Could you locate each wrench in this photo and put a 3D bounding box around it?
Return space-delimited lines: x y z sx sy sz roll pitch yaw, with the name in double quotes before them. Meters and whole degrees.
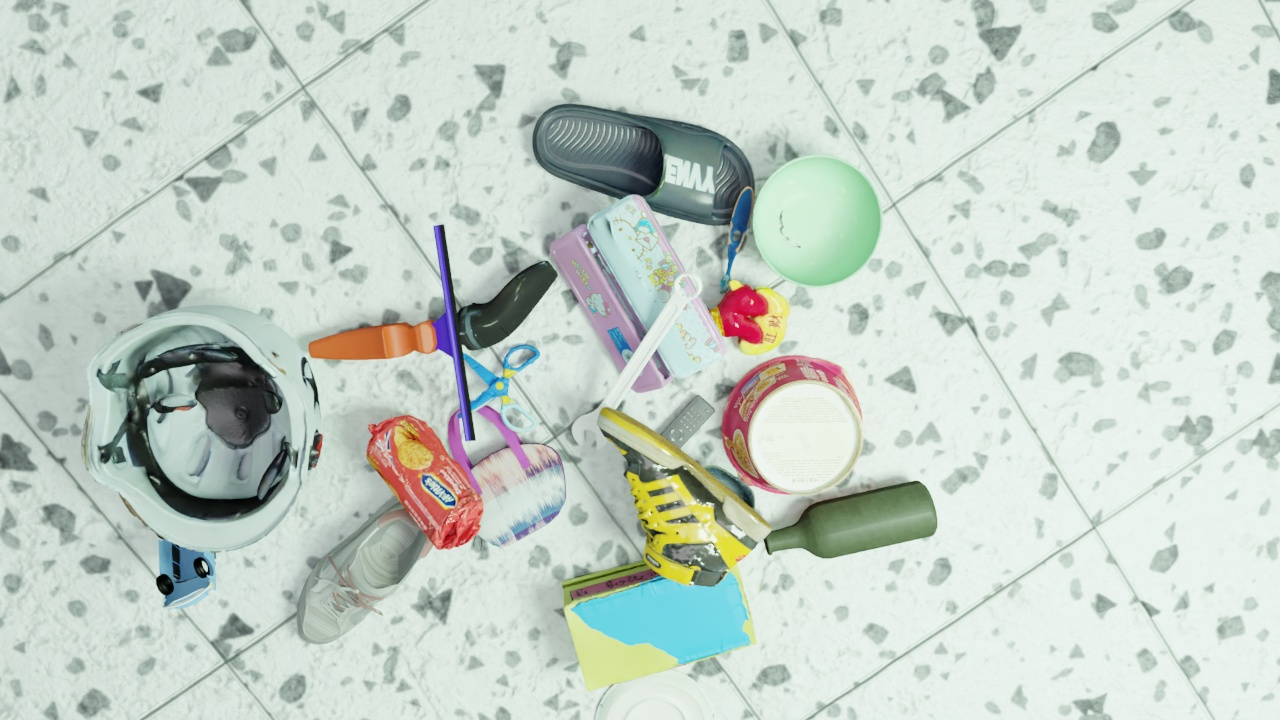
"wrench" -0.006 0.006 1.054 0.047 0.009 0.274 37 122 5

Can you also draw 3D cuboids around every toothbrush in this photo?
"toothbrush" 0.111 -0.139 1.076 0.021 0.017 0.135 17 120 9

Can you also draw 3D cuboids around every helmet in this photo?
"helmet" -0.464 0.065 1.020 0.236 0.163 0.264 -4 105 1

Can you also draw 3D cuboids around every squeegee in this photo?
"squeegee" -0.295 -0.022 1.069 0.185 0.055 0.249 -6 98 6

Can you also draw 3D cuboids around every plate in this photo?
"plate" 0.019 0.472 1.184 0.157 0.014 0.157 -1 99 -4

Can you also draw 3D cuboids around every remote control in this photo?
"remote control" 0.035 0.100 1.130 0.032 0.015 0.136 43 91 -8

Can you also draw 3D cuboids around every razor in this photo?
"razor" -0.160 -0.069 1.080 0.140 0.053 0.063 -42 66 -3

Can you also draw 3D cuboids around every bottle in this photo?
"bottle" 0.255 0.203 1.131 0.207 0.071 0.071 -12 99 -2

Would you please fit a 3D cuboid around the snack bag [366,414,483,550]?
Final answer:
"snack bag" -0.246 0.139 1.064 0.082 0.082 0.176 -43 75 3

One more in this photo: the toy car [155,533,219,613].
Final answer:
"toy car" -0.521 0.224 1.058 0.056 0.153 0.055 -25 136 -9

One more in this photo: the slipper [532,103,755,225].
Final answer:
"slipper" 0.008 -0.232 1.047 0.268 0.083 0.111 15 95 -5

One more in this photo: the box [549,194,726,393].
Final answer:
"box" -0.007 -0.070 1.054 0.149 0.050 0.214 -25 101 34

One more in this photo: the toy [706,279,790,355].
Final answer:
"toy" 0.111 -0.049 1.088 0.137 0.067 0.106 -9 120 -2

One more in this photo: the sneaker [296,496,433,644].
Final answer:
"sneaker" -0.331 0.257 1.092 0.099 0.089 0.236 42 94 -8

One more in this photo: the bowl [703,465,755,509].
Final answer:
"bowl" 0.086 0.180 1.121 0.110 0.055 0.110 0 93 6

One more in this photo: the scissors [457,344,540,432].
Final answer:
"scissors" -0.164 0.034 1.091 0.125 0.014 0.130 -37 83 -15

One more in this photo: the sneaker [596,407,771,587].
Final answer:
"sneaker" 0.023 0.164 1.054 0.238 0.086 0.122 37 92 0

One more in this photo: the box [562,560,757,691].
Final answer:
"box" 0.024 0.311 1.131 0.221 0.082 0.124 -17 100 -4

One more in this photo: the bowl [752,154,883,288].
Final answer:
"bowl" 0.198 -0.161 1.071 0.151 0.077 0.151 0 98 -4

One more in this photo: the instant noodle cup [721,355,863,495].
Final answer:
"instant noodle cup" 0.192 0.087 1.106 0.178 0.077 0.179 0 98 -3

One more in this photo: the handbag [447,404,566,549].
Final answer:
"handbag" -0.172 0.130 1.103 0.144 0.068 0.170 -30 92 2
